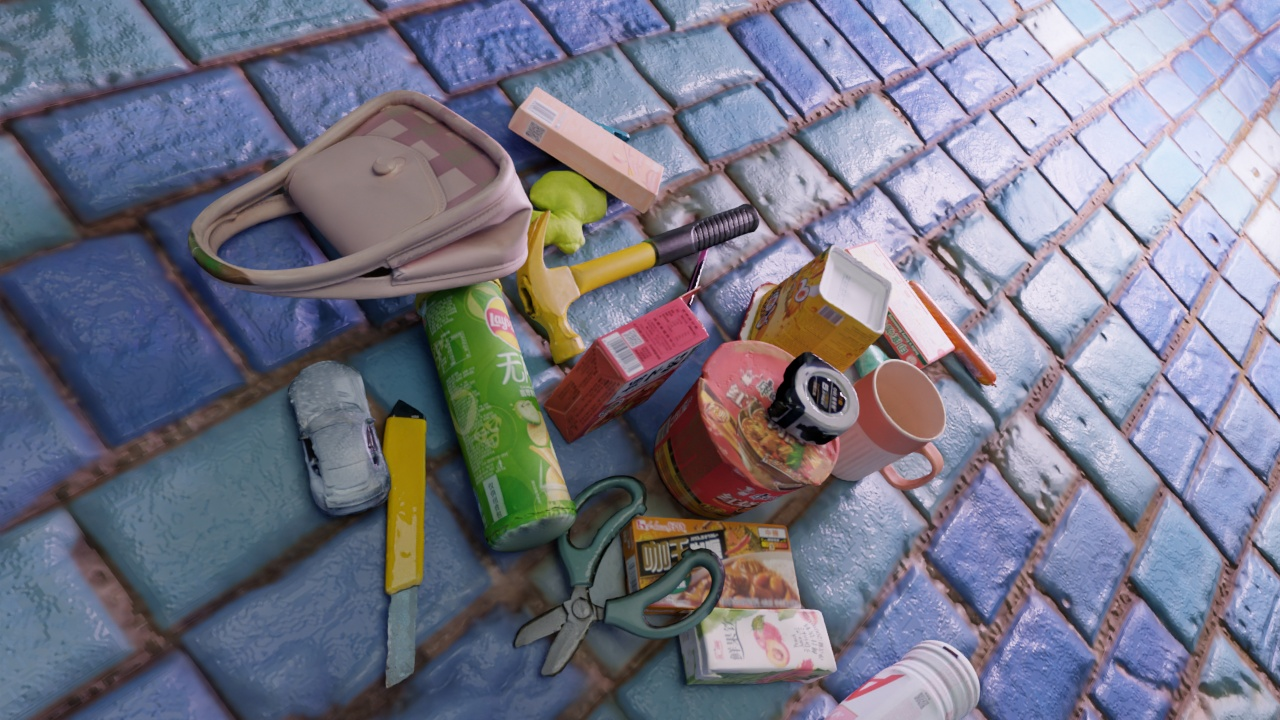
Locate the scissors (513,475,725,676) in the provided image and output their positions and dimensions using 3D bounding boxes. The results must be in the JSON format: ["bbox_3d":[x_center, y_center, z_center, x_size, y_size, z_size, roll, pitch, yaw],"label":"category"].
[{"bbox_3d":[-0.009,0.176,0.695,0.171,0.019,0.176,25,58,6],"label":"scissors"}]

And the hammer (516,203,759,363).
[{"bbox_3d":[0.008,-0.103,0.879,0.299,0.033,0.129,-24,91,-38],"label":"hammer"}]

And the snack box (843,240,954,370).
[{"bbox_3d":[0.285,-0.063,1.032,0.076,0.027,0.155,-19,72,-48],"label":"snack box"}]

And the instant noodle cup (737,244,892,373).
[{"bbox_3d":[0.173,-0.038,0.895,0.116,0.124,0.116,31,50,-9],"label":"instant noodle cup"}]

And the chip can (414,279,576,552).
[{"bbox_3d":[-0.113,0.038,0.714,0.072,0.073,0.221,-7,65,-33],"label":"chip can"}]

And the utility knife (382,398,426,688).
[{"bbox_3d":[-0.173,0.125,0.661,0.033,0.015,0.215,6,57,-20],"label":"utility knife"}]

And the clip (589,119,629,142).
[{"bbox_3d":[-0.037,-0.238,0.968,0.057,0.014,0.047,17,57,-23],"label":"clip"}]

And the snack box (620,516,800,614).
[{"bbox_3d":[0.059,0.172,0.762,0.153,0.026,0.075,8,58,-26],"label":"snack box"}]

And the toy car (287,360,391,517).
[{"bbox_3d":[-0.217,0.054,0.660,0.054,0.037,0.120,-15,65,-18],"label":"toy car"}]

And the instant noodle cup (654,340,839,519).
[{"bbox_3d":[0.083,0.066,0.788,0.137,0.109,0.137,14,56,-22],"label":"instant noodle cup"}]

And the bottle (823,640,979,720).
[{"bbox_3d":[0.190,0.297,0.738,0.196,0.068,0.068,-19,73,-34],"label":"bottle"}]

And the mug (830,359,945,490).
[{"bbox_3d":[0.232,0.072,0.873,0.081,0.106,0.114,-32,80,-39],"label":"mug"}]

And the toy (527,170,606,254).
[{"bbox_3d":[-0.076,-0.146,0.877,0.096,0.031,0.100,10,58,-24],"label":"toy"}]

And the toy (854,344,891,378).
[{"bbox_3d":[0.253,0.017,0.971,0.096,0.030,0.091,12,57,-37],"label":"toy"}]

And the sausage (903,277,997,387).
[{"bbox_3d":[0.360,-0.033,1.069,0.021,0.022,0.165,-32,81,-40],"label":"sausage"}]

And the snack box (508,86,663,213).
[{"bbox_3d":[-0.051,-0.212,0.918,0.157,0.026,0.084,31,29,-11],"label":"snack box"}]

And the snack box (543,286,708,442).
[{"bbox_3d":[-0.005,0.005,0.771,0.126,0.113,0.044,-29,77,-39],"label":"snack box"}]

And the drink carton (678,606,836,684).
[{"bbox_3d":[0.091,0.229,0.733,0.122,0.046,0.053,9,52,-27],"label":"drink carton"}]

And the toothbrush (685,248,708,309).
[{"bbox_3d":[0.050,-0.061,0.911,0.018,0.014,0.188,42,46,-23],"label":"toothbrush"}]

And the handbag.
[{"bbox_3d":[-0.221,-0.112,0.704,0.233,0.093,0.193,-28,48,-27],"label":"handbag"}]

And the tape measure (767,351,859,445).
[{"bbox_3d":[0.143,0.035,0.747,0.066,0.034,0.065,36,52,-4],"label":"tape measure"}]
